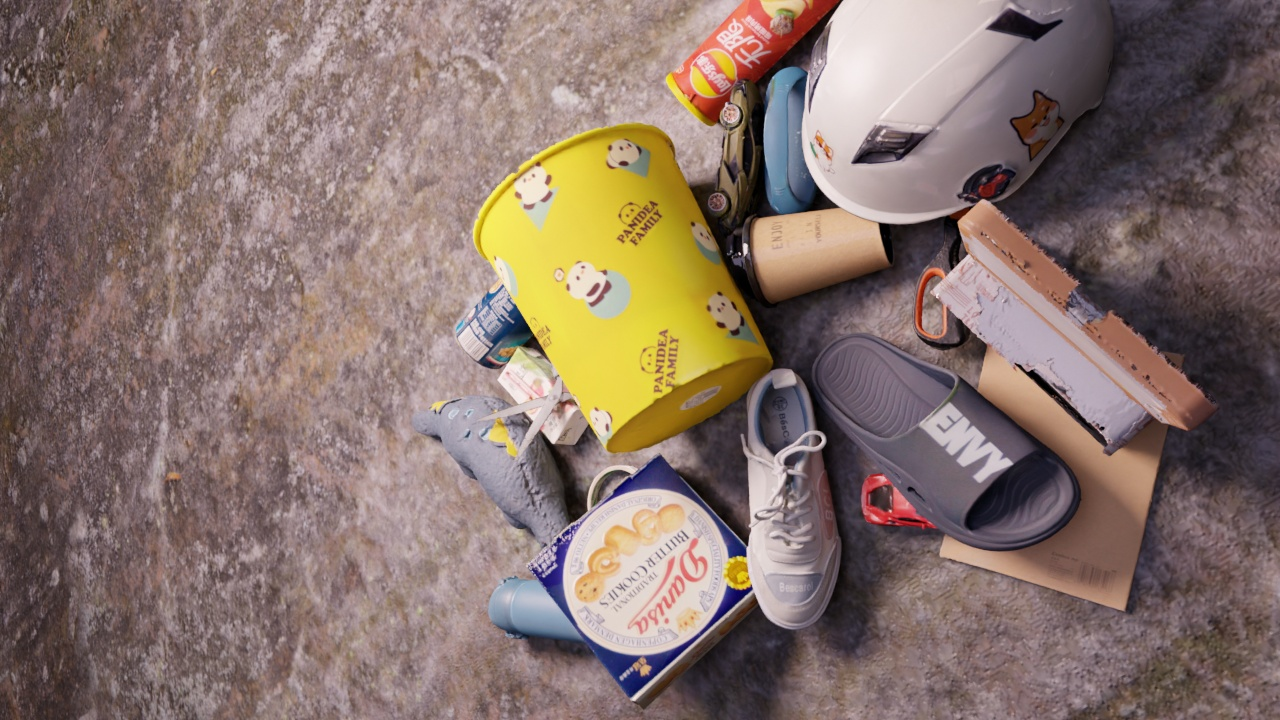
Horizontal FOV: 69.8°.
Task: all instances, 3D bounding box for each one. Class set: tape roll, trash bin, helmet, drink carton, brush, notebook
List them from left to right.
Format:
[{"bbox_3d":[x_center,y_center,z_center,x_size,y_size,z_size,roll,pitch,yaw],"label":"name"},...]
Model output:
[{"bbox_3d":[-0.112,0.041,1.070,0.122,0.045,0.054,45,110,30],"label":"drink carton"},{"bbox_3d":[-0.021,0.159,1.014,0.086,0.013,0.085,-4,82,34],"label":"tape roll"},{"bbox_3d":[-0.010,-0.062,0.913,0.230,0.229,0.255,-37,71,26],"label":"trash bin"},{"bbox_3d":[0.145,-0.213,0.894,0.055,0.073,0.144,3,98,31],"label":"brush"},{"bbox_3d":[0.251,-0.255,0.759,0.274,0.157,0.230,-34,65,9],"label":"helmet"},{"bbox_3d":[0.348,0.085,0.770,0.150,0.012,0.211,13,93,34],"label":"notebook"}]

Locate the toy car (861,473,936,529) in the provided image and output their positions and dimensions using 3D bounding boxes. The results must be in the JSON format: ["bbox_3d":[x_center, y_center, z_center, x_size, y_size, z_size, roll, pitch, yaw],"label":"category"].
[{"bbox_3d":[0.246,0.125,0.816,0.106,0.031,0.049,-4,81,44],"label":"toy car"}]

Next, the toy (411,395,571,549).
[{"bbox_3d":[-0.165,0.119,1.071,0.356,0.091,0.138,39,125,36],"label":"toy"}]

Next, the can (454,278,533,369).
[{"bbox_3d":[-0.161,-0.050,1.095,0.111,0.075,0.075,-44,63,23],"label":"can"}]

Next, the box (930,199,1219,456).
[{"bbox_3d":[0.293,-0.021,0.642,0.177,0.260,0.082,47,108,16],"label":"box"}]

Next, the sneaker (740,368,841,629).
[{"bbox_3d":[0.140,0.124,0.846,0.089,0.091,0.242,-4,78,2],"label":"sneaker"}]

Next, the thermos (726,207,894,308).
[{"bbox_3d":[0.163,-0.105,0.874,0.143,0.093,0.093,-10,79,26],"label":"thermos"}]

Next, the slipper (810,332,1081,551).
[{"bbox_3d":[0.237,0.056,0.780,0.111,0.083,0.268,-48,50,2],"label":"slipper"}]

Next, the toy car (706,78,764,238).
[{"bbox_3d":[0.102,-0.201,0.921,0.042,0.070,0.158,11,104,25],"label":"toy car"}]

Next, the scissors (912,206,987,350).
[{"bbox_3d":[0.299,-0.115,0.817,0.205,0.021,0.224,19,87,32],"label":"scissors"}]

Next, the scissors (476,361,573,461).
[{"bbox_3d":[-0.096,0.037,1.025,0.181,0.014,0.159,-8,52,0],"label":"scissors"}]

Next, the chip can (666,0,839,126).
[{"bbox_3d":[0.126,-0.337,0.931,0.217,0.073,0.073,-40,65,24],"label":"chip can"}]

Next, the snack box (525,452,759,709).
[{"bbox_3d":[0.010,0.214,0.917,0.177,0.046,0.182,-40,59,-11],"label":"snack box"}]

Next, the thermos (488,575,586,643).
[{"bbox_3d":[-0.072,0.278,1.008,0.221,0.070,0.070,-6,82,35],"label":"thermos"}]
